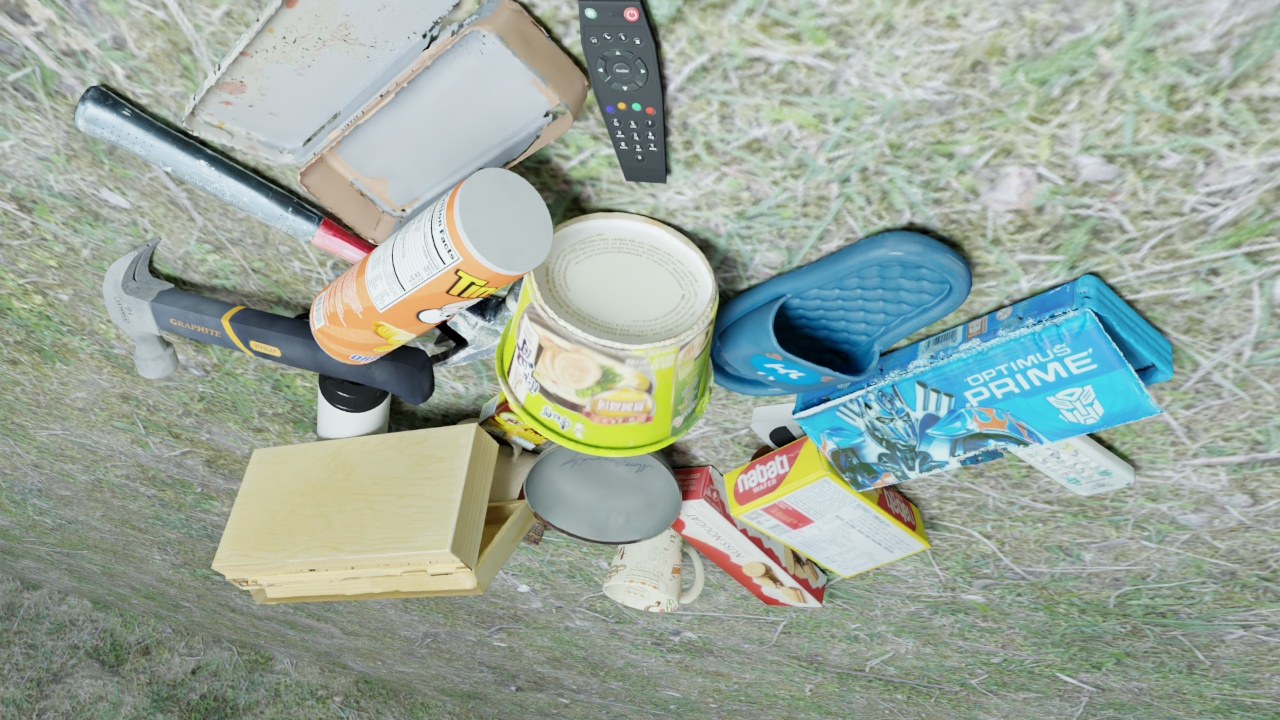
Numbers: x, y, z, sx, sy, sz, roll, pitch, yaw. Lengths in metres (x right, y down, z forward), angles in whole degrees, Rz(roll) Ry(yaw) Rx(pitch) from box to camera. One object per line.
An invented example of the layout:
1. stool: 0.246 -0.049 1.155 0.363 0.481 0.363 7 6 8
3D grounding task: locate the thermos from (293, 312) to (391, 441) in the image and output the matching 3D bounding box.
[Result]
1. thermos: -0.290 0.043 0.882 0.101 0.068 0.231 31 147 -1

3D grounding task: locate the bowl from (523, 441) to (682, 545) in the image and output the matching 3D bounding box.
1. bowl: -0.032 0.106 0.859 0.151 0.056 0.151 4 134 4

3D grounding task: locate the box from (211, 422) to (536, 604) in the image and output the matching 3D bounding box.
1. box: -0.244 0.154 0.843 0.249 0.140 0.148 -8 133 21

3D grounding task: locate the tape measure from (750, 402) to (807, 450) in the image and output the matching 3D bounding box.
1. tape measure: 0.131 0.057 0.760 0.064 0.016 0.065 -9 142 35

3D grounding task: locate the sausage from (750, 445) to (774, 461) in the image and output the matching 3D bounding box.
1. sausage: 0.135 0.128 0.854 0.040 0.040 0.156 2 147 21

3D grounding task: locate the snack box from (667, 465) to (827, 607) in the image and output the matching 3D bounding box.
1. snack box: 0.106 0.195 0.970 0.077 0.044 0.273 -9 142 35

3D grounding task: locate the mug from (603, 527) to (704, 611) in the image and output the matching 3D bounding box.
1. mug: 0.026 0.217 0.989 0.122 0.097 0.081 32 146 -26

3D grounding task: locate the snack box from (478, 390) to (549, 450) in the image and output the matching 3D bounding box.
1. snack box: -0.089 0.039 0.819 0.061 0.025 0.149 27 147 -21

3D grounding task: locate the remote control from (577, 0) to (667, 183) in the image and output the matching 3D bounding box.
1. remote control: -0.005 -0.143 0.498 0.039 0.010 0.125 6 148 14

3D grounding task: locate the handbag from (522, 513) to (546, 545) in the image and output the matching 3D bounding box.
1. handbag: -0.192 0.194 1.125 0.093 0.043 0.196 27 156 -27

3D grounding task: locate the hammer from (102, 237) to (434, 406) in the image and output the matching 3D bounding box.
1. hammer: -0.308 -0.016 0.753 0.313 0.035 0.140 14 129 17

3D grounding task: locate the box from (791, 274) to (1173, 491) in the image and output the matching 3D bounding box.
1. box: 0.218 0.028 0.626 0.091 0.066 0.244 31 146 -24

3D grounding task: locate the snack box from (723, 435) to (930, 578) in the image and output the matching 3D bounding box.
1. snack box: 0.167 0.132 0.797 0.092 0.042 0.200 -30 137 26

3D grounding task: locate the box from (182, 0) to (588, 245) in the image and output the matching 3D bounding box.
1. box: -0.150 -0.145 0.520 0.157 0.063 0.217 21 153 -39

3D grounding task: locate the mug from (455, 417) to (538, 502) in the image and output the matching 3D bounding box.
1. mug: -0.158 0.108 0.923 0.104 0.085 0.112 15 122 10

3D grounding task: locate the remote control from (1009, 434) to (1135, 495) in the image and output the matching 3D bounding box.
1. remote control: 0.311 0.063 0.686 0.133 0.022 0.050 30 147 -23

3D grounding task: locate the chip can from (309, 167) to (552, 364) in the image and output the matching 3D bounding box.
1. chip can: -0.141 -0.052 0.585 0.062 0.062 0.211 34 146 -29

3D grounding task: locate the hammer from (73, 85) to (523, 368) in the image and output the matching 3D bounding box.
1. hammer: -0.238 -0.090 0.667 0.326 0.036 0.141 30 145 -22

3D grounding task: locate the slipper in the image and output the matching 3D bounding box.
1. slipper: 0.122 -0.016 0.605 0.103 0.059 0.214 28 146 -25

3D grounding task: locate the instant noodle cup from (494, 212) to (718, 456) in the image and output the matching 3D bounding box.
1. instant noodle cup: -0.016 -0.022 0.585 0.146 0.145 0.098 15 138 0
